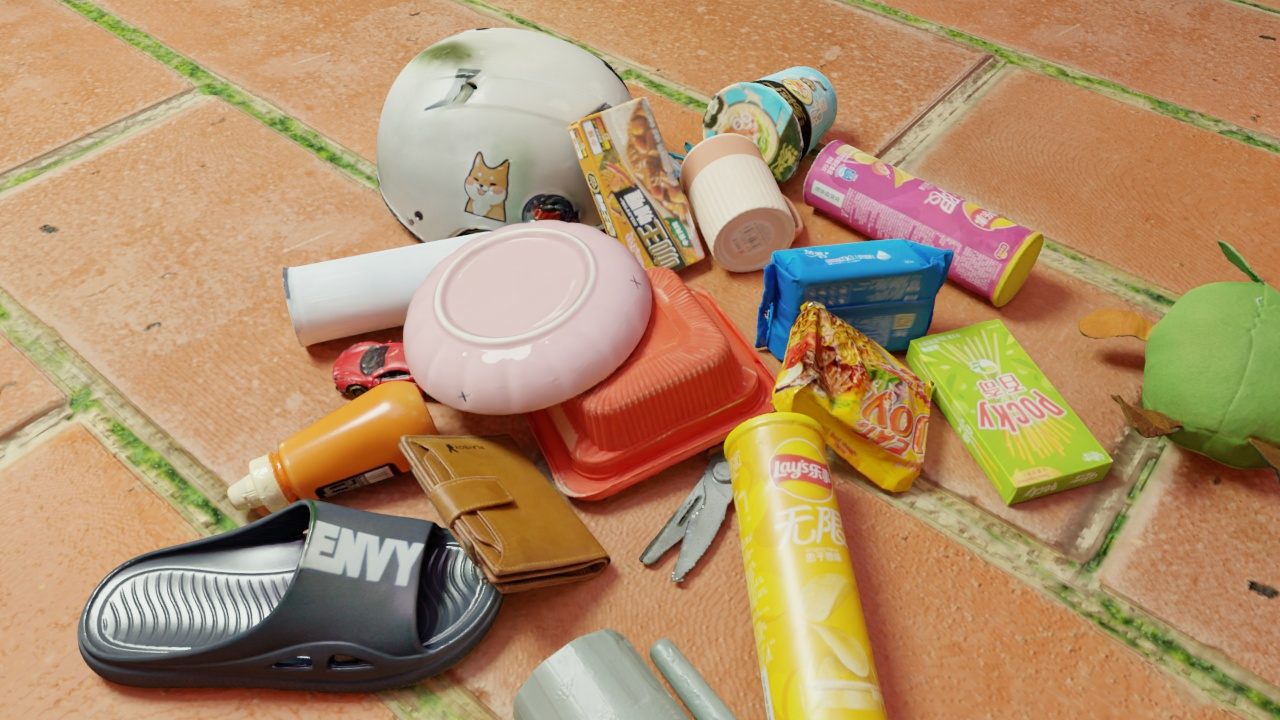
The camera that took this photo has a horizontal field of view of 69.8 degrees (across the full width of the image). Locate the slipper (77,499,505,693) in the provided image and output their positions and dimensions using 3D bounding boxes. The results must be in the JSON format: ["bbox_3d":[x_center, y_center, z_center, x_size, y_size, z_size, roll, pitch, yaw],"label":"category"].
[{"bbox_3d":[-0.219,0.144,0.571,0.268,0.083,0.110,-4,49,-4],"label":"slipper"}]

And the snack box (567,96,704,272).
[{"bbox_3d":[-0.003,-0.148,0.812,0.075,0.154,0.026,-28,15,-25],"label":"snack box"}]

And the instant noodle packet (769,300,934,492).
[{"bbox_3d":[0.164,0.026,0.687,0.128,0.044,0.110,34,50,-11],"label":"instant noodle packet"}]

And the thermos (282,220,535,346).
[{"bbox_3d":[-0.179,-0.065,0.778,0.224,0.073,0.073,-13,48,-13],"label":"thermos"}]

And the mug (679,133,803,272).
[{"bbox_3d":[0.102,-0.141,0.853,0.114,0.082,0.105,13,42,-31],"label":"mug"}]

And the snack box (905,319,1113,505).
[{"bbox_3d":[0.284,0.036,0.718,0.085,0.026,0.156,-12,49,-11],"label":"snack box"}]

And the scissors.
[{"bbox_3d":[0.060,0.069,0.692,0.201,0.015,0.206,-14,50,-14],"label":"scissors"}]

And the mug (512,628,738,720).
[{"bbox_3d":[0.002,0.213,0.522,0.123,0.084,0.103,-5,39,-44],"label":"mug"}]

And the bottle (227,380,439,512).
[{"bbox_3d":[-0.221,0.068,0.659,0.149,0.067,0.066,-25,52,-13],"label":"bottle"}]

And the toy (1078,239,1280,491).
[{"bbox_3d":[0.452,0.012,0.702,0.227,0.090,0.246,27,49,21],"label":"toy"}]

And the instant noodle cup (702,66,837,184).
[{"bbox_3d":[0.139,-0.245,0.930,0.111,0.111,0.120,27,45,22],"label":"instant noodle cup"}]

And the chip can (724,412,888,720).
[{"bbox_3d":[0.100,0.137,0.580,0.072,0.072,0.213,-2,51,-3],"label":"chip can"}]

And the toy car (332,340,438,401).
[{"bbox_3d":[-0.194,0.006,0.736,0.106,0.031,0.049,1,46,3],"label":"toy car"}]

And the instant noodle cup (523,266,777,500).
[{"bbox_3d":[-0.004,0.004,0.700,0.188,0.079,0.164,-26,48,-10],"label":"instant noodle cup"}]

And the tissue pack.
[{"bbox_3d":[0.172,-0.051,0.752,0.157,0.095,0.052,-5,41,-6],"label":"tissue pack"}]

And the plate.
[{"bbox_3d":[-0.089,-0.045,0.682,0.192,0.039,0.192,-7,47,8],"label":"plate"}]

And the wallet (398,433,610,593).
[{"bbox_3d":[-0.098,0.099,0.616,0.119,0.035,0.130,10,29,-52],"label":"wallet"}]

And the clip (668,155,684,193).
[{"bbox_3d":[0.032,-0.192,0.933,0.026,0.042,0.058,-19,47,-16],"label":"clip"}]

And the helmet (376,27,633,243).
[{"bbox_3d":[-0.118,-0.227,0.868,0.274,0.157,0.229,-1,47,-2],"label":"helmet"}]

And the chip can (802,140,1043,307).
[{"bbox_3d":[0.253,-0.130,0.841,0.210,0.071,0.071,35,56,28],"label":"chip can"}]

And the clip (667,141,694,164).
[{"bbox_3d":[0.054,-0.208,0.951,0.032,0.013,0.054,-33,54,-27],"label":"clip"}]
